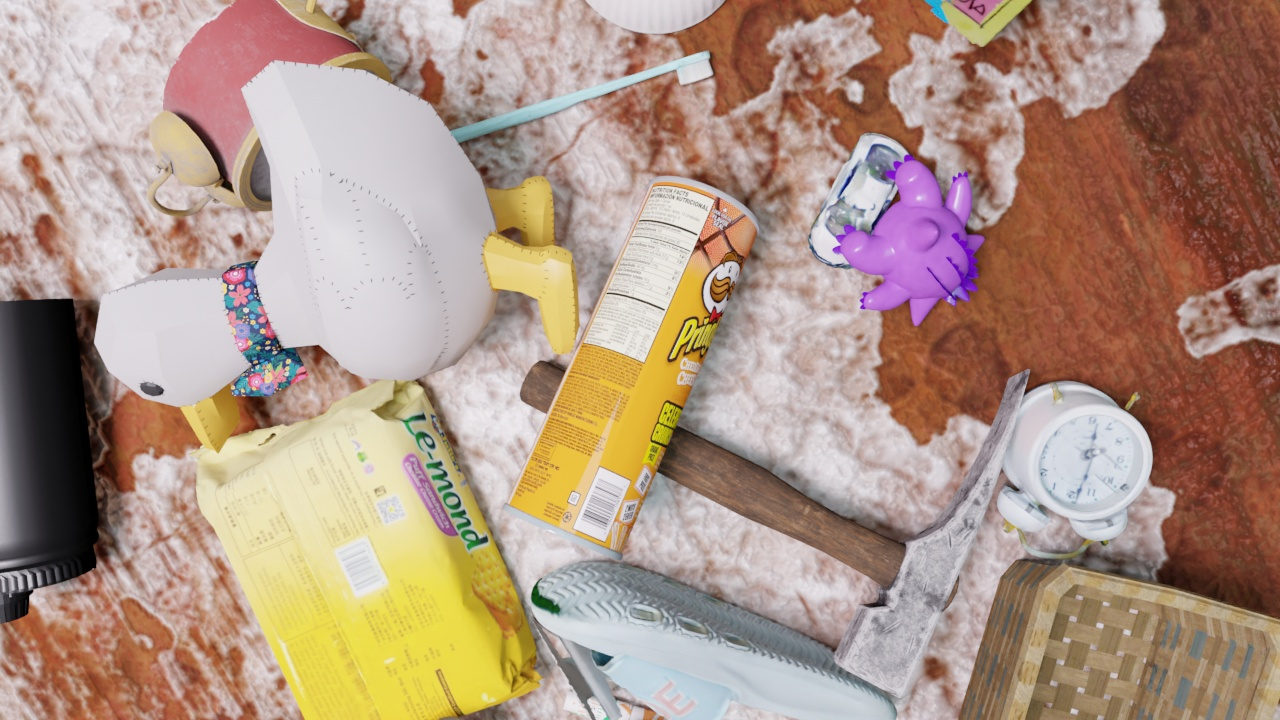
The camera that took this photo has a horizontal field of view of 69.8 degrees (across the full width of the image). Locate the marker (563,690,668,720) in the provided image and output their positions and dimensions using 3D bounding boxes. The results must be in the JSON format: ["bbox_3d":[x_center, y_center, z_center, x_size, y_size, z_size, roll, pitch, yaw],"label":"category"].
[{"bbox_3d":[0.019,0.251,0.628,0.145,0.017,0.017,16,95,-1],"label":"marker"}]

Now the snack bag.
[{"bbox_3d":[-0.176,0.143,0.596,0.159,0.068,0.247,-24,95,2],"label":"snack bag"}]

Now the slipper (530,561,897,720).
[{"bbox_3d":[0.043,0.197,0.582,0.245,0.104,0.074,21,91,-6],"label":"slipper"}]

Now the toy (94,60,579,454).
[{"bbox_3d":[-0.173,-0.052,0.519,0.267,0.140,0.247,-6,135,-13],"label":"toy"}]

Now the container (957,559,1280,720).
[{"bbox_3d":[0.276,0.252,0.538,0.157,0.186,0.250,14,95,0],"label":"container"}]

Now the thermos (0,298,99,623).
[{"bbox_3d":[-0.399,0.063,0.583,0.086,0.086,0.198,-4,95,1],"label":"thermos"}]

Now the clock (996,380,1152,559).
[{"bbox_3d":[0.274,0.072,0.588,0.083,0.057,0.118,7,102,0],"label":"clock"}]

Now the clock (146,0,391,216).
[{"bbox_3d":[-0.232,-0.148,0.546,0.081,0.117,0.159,43,87,1],"label":"clock"}]

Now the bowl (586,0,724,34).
[{"bbox_3d":[0.009,-0.267,0.558,0.118,0.062,0.118,0,95,1],"label":"bowl"}]

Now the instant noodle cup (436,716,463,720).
[{"bbox_3d":[-0.159,0.292,0.550,0.122,0.123,0.123,-19,95,12],"label":"instant noodle cup"}]

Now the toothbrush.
[{"bbox_3d":[-0.041,-0.167,0.592,0.180,0.016,0.016,-16,103,2],"label":"toothbrush"}]

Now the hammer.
[{"bbox_3d":[0.077,0.045,0.590,0.300,0.037,0.217,27,81,6],"label":"hammer"}]

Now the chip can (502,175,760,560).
[{"bbox_3d":[-0.003,0.003,0.545,0.075,0.075,0.215,24,80,-1],"label":"chip can"}]

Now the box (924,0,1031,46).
[{"bbox_3d":[0.159,-0.300,0.528,0.221,0.082,0.124,37,74,-1],"label":"box"}]

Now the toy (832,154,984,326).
[{"bbox_3d":[0.177,-0.068,0.571,0.106,0.056,0.088,-52,132,2],"label":"toy"}]

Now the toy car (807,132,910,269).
[{"bbox_3d":[0.141,-0.102,0.588,0.038,0.027,0.090,26,95,-3],"label":"toy car"}]

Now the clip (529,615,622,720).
[{"bbox_3d":[-0.028,0.201,0.607,0.056,0.101,0.046,27,105,-45],"label":"clip"}]
